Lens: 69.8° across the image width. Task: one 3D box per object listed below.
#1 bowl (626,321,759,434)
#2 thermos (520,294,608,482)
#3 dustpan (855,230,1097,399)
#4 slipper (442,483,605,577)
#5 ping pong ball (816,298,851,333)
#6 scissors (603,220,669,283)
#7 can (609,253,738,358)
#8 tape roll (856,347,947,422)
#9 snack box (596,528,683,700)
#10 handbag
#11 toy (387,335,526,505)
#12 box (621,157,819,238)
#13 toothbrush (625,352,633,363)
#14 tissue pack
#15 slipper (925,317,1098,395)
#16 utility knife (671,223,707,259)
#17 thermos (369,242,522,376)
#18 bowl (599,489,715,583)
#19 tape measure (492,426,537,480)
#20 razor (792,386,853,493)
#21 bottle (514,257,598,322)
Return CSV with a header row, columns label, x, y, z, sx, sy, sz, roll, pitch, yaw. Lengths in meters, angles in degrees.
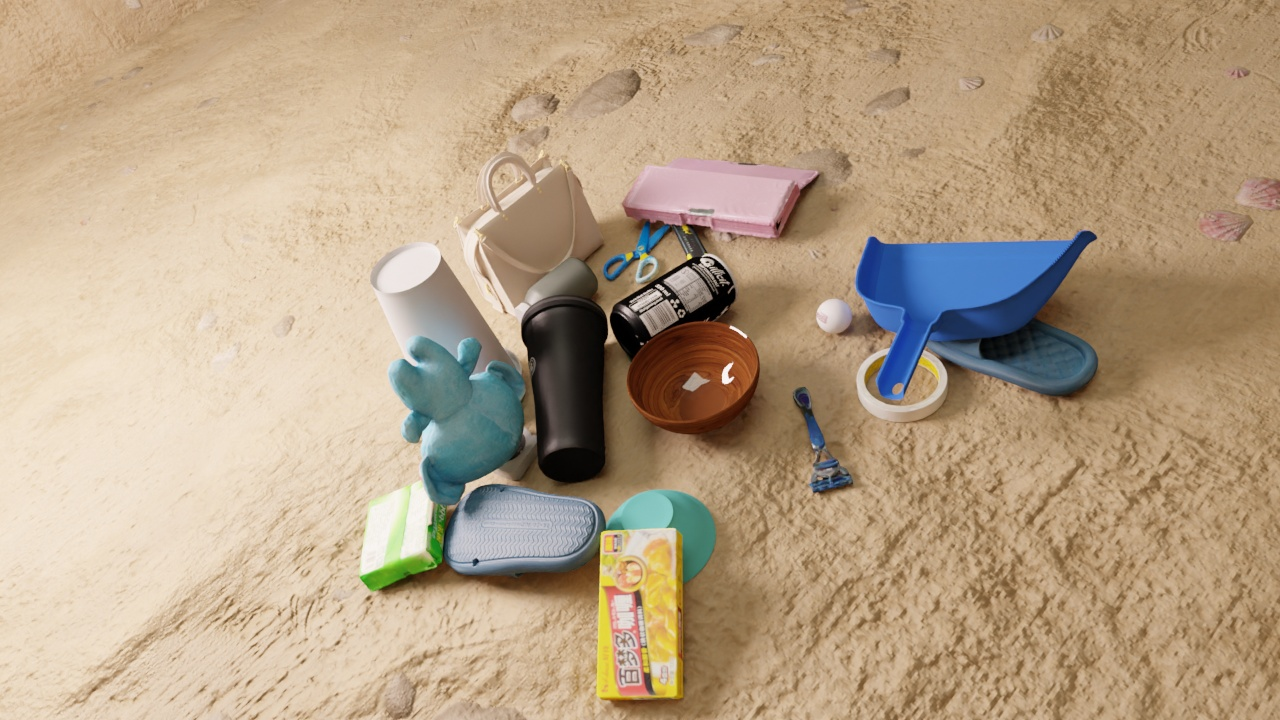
label,x,y,z,sx,sy,sz,roll,pitch,yaw
bowl,0.064,0.032,1.021,0.147,0.069,0.147,-10,46,11
thermos,-0.084,0.030,1.058,0.106,0.106,0.218,-13,50,7
dustpan,0.314,-0.053,0.964,0.246,0.059,0.257,5,54,42
slipper,-0.124,0.184,0.949,0.214,0.059,0.103,-3,50,35
ping pong ball,0.225,-0.051,1.066,0.040,0.040,0.040,-10,45,10
scissors,0.010,-0.150,1.253,0.097,0.020,0.132,26,61,33
can,0.040,-0.064,1.106,0.145,0.080,0.080,-33,46,-21
tape roll,0.282,0.025,0.989,0.094,0.019,0.093,-10,45,10
snack box,0.000,0.234,0.849,0.075,0.025,0.152,-6,65,14
handbag,-0.156,-0.191,1.217,0.101,0.198,0.194,29,62,37
toy,-0.208,0.053,0.989,0.115,0.180,0.183,-3,47,45
box,0.111,-0.245,1.275,0.233,0.051,0.179,11,45,27
toothbrush,-0.007,0.006,1.110,0.017,0.014,0.187,-15,44,-6
tissue pack,-0.255,0.185,0.997,0.100,0.034,0.113,-24,42,18
slipper,0.380,-0.032,0.983,0.103,0.059,0.214,-40,49,-16
utility knife,0.068,-0.156,1.237,0.029,0.020,0.186,-19,43,-3
thermos,-0.228,-0.026,1.067,0.131,0.222,0.131,-10,45,10
bowl,0.012,0.168,0.925,0.121,0.046,0.121,-10,45,10
tape measure,-0.150,0.104,1.063,0.065,0.017,0.064,15,54,30
razor,0.184,0.078,0.972,0.044,0.018,0.140,-16,45,5
bottle,-0.110,-0.083,1.198,0.108,0.060,0.060,-42,49,-21
